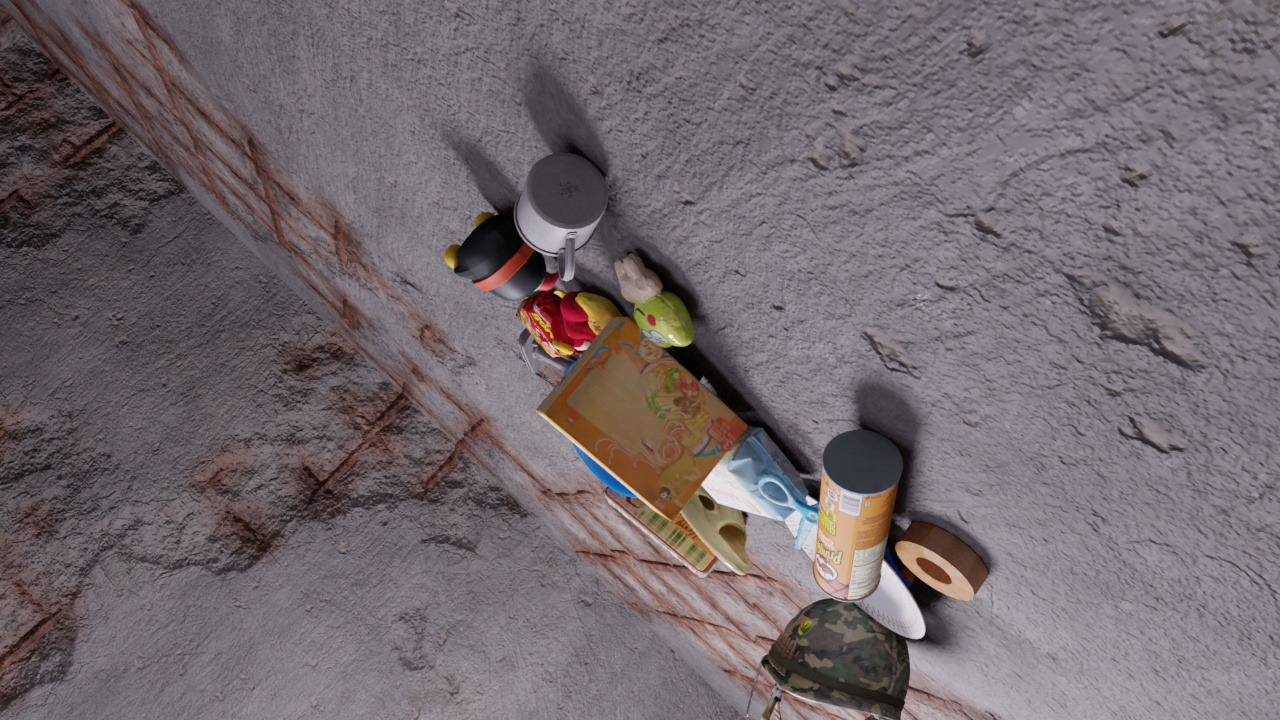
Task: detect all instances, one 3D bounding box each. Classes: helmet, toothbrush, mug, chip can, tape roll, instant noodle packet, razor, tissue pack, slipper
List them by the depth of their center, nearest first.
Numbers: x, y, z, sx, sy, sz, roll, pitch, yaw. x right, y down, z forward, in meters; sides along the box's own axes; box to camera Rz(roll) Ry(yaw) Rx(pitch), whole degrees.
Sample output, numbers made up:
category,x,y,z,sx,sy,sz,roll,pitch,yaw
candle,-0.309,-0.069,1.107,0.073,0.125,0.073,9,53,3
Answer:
category,x,y,z,sx,sy,sz,roll,pitch,yaw
mug,-0.075,-0.138,0.894,0.071,0.084,0.113,137,124,-69
chip can,0.221,0.166,0.949,0.075,0.075,0.215,32,149,30
tape roll,0.320,0.214,0.979,0.094,0.027,0.094,38,161,15
toothbrush,0.277,0.204,1.069,0.016,0.018,0.182,8,138,57
tissue pack,0.119,0.132,1.144,0.112,0.069,0.182,49,162,-18
helmet,0.267,0.450,1.278,0.192,0.235,0.225,25,159,-25
instant noodle packet,-0.123,-0.049,1.287,0.098,0.039,0.136,54,160,-12
slipper,0.096,0.196,1.328,0.261,0.079,0.111,50,-177,39
razor,-0.125,0.002,1.404,0.116,0.047,0.088,27,157,21

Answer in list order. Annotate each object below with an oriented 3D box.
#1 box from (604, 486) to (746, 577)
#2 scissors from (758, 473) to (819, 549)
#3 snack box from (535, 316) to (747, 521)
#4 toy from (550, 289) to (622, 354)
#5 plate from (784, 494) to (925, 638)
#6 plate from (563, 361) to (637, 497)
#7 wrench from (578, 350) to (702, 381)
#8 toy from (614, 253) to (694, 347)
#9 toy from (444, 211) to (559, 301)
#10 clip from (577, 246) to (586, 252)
category,x,y,z,sx,sy,sz,roll,pitch,yaw
box,0.054,0.230,1.420,0.205,0.117,0.050,39,166,17
scissors,0.202,0.167,1.045,0.135,0.012,0.134,-32,105,34
snack box,0.001,0.064,1.056,0.195,0.145,0.081,42,171,-14
toy,-0.072,-0.049,1.152,0.105,0.067,0.138,51,152,-16
plate,0.265,0.251,1.153,0.242,0.016,0.243,46,165,16
plate,-0.035,0.097,1.351,0.224,0.024,0.225,26,130,36
wrench,-0.007,0.007,1.196,0.274,0.022,0.073,13,146,55
toy,0.012,-0.062,0.975,0.115,0.046,0.092,56,165,-13
toy,-0.164,-0.119,1.127,0.119,0.097,0.100,48,157,-22
clip,-0.077,-0.131,1.055,0.046,0.014,0.050,34,157,18
